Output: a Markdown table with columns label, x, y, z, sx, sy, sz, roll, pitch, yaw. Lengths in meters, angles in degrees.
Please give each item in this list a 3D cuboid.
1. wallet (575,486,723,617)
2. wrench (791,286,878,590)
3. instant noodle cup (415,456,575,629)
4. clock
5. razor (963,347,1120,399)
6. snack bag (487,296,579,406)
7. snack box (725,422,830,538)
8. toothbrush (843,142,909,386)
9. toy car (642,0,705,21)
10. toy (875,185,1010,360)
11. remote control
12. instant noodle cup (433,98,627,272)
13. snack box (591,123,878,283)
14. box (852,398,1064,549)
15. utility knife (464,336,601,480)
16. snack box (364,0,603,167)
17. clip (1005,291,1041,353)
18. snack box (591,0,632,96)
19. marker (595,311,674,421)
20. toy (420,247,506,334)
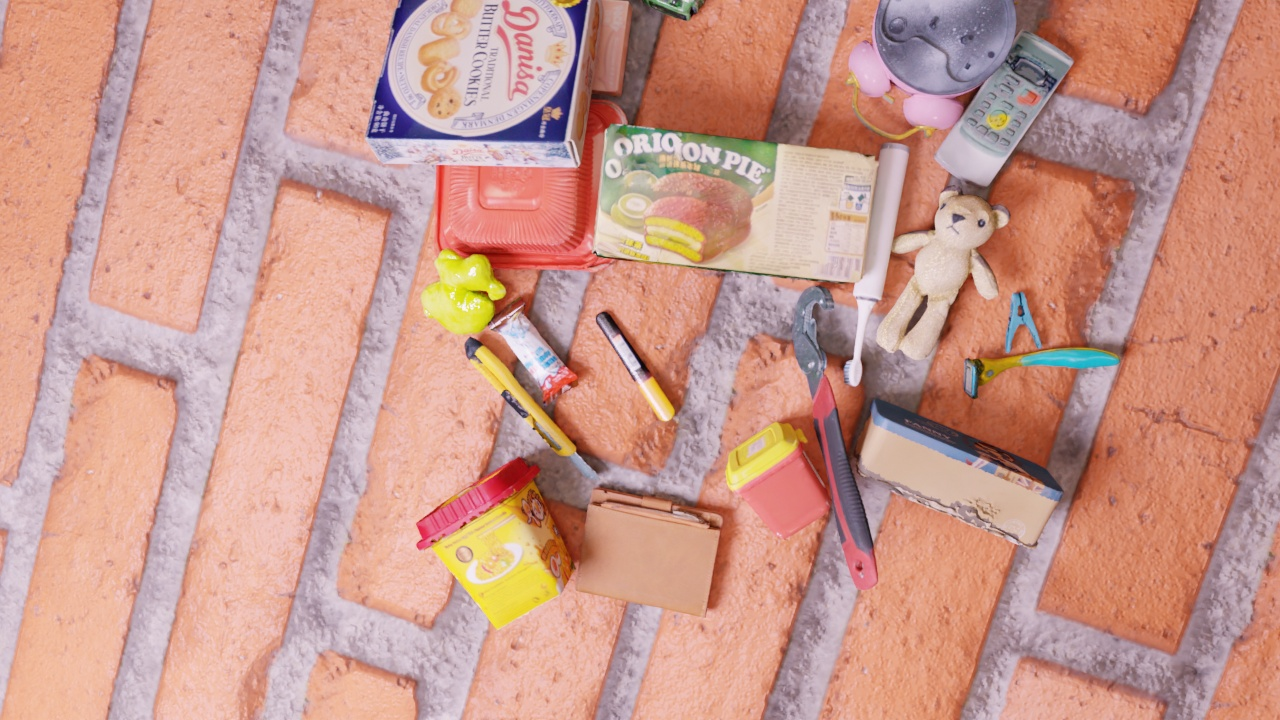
| label | x | y | z | sx | sy | sz | roll | pitch | yaw |
| --- | --- | --- | --- | --- | --- | --- | --- | --- | --- |
| wallet | 0.008 | 0.185 | 0.886 | 0.132 | 0.031 | 0.108 | 9 | 99 | 7 |
| wrench | 0.170 | 0.063 | 0.808 | 0.016 | 0.056 | 0.273 | 3 | 69 | -26 |
| instant noodle cup | -0.129 | 0.173 | 0.862 | 0.116 | 0.116 | 0.123 | -31 | 91 | 9 |
| clock | 0.250 | -0.270 | 0.805 | 0.117 | 0.059 | 0.158 | 33 | 96 | 3 |
| razor | 0.359 | 0.005 | 0.825 | 0.133 | 0.028 | 0.043 | -8 | 128 | 9 |
| snack bag | -0.104 | -0.008 | 0.889 | 0.048 | 0.026 | 0.104 | -35 | 90 | 17 |
| snack box | 0.128 | 0.109 | 0.836 | 0.082 | 0.091 | 0.080 | -36 | 95 | 8 |
| toothbrush | 0.211 | -0.086 | 0.830 | 0.026 | 0.026 | 0.221 | 10 | 90 | -22 |
| toy car | 0.016 | -0.344 | 0.841 | 0.091 | 0.043 | 0.036 | 30 | 98 | 5 |
| toy | 0.262 | -0.075 | 0.814 | 0.105 | 0.066 | 0.157 | 31 | 104 | 26 |
| remote control | 0.322 | -0.222 | 0.818 | 0.056 | 0.019 | 0.135 | 34 | 98 | 4 |
| instant noodle cup | -0.109 | -0.166 | 0.854 | 0.189 | 0.079 | 0.164 | 2 | 95 | 7 |
| snack box | 0.081 | -0.135 | 0.814 | 0.240 | 0.063 | 0.114 | 5 | 94 | -4 |
| box | 0.270 | 0.095 | 0.813 | 0.184 | 0.089 | 0.063 | 24 | 103 | 4 |
| utility knife | -0.107 | 0.050 | 0.893 | 0.190 | 0.033 | 0.015 | 46 | 54 | 3 |
| snack box | -0.133 | -0.257 | 0.805 | 0.182 | 0.046 | 0.177 | 3 | 68 | 9 |
| clip | 0.345 | -0.035 | 0.831 | 0.034 | 0.013 | 0.055 | -10 | 92 | 8 |
| snack box | -0.090 | -0.301 | 0.867 | 0.157 | 0.026 | 0.084 | 9 | 95 | 7 |
| marker | -0.005 | 0.005 | 0.884 | 0.018 | 0.015 | 0.124 | -35 | 86 | 7 |
| toy | -0.169 | -0.061 | 0.872 | 0.097 | 0.031 | 0.100 | 12 | 132 | 18 |
